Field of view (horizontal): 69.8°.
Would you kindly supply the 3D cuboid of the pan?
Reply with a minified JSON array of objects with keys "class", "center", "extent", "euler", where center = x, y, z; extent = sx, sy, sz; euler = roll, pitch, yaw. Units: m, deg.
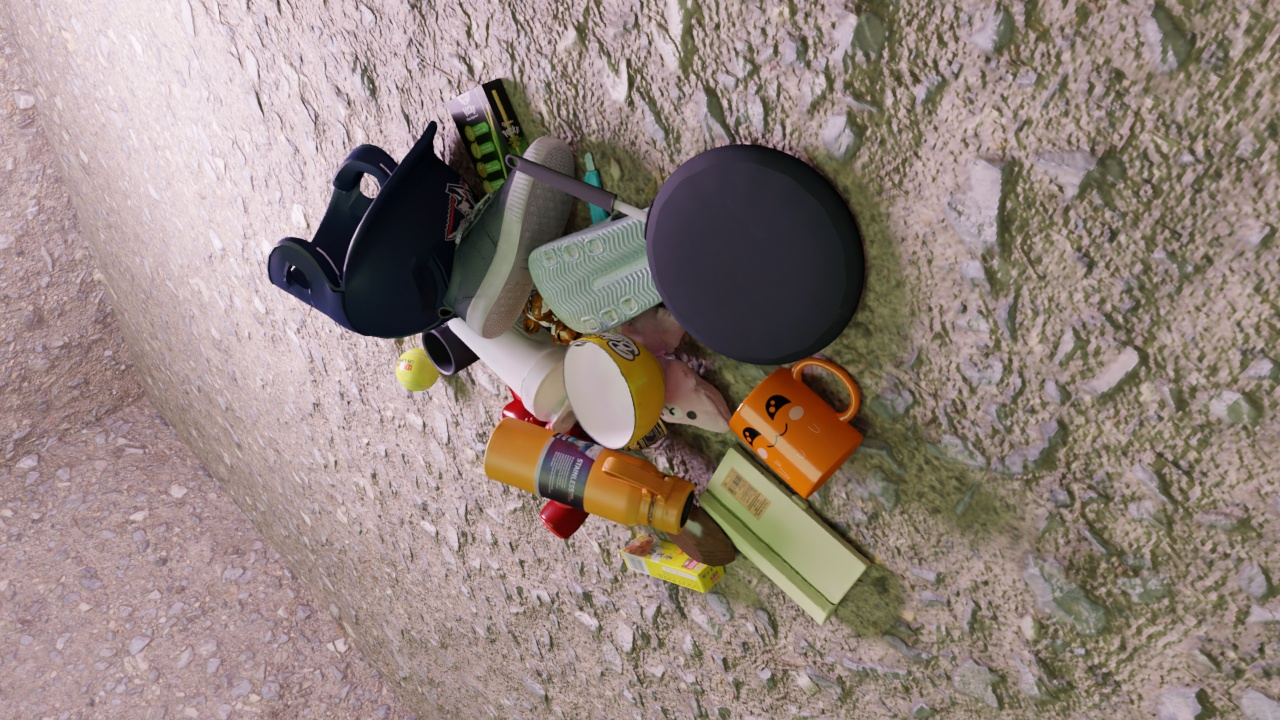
[{"class":"pan","center":[0.024,-0.117,0.809],"extent":[0.357,0.021,0.199],"euler":[26,127,19]}]

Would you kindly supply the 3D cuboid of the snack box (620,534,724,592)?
[{"class":"snack box","center":[0.038,0.254,1.156],"extent":[0.148,0.040,0.029],"euler":[3,121,50]}]

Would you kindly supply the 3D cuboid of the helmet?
[{"class":"helmet","center":[-0.277,-0.147,1.058],"extent":[0.223,0.231,0.273],"euler":[23,133,-8]}]

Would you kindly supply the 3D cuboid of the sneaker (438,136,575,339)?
[{"class":"sneaker","center":[-0.146,-0.134,0.965],"extent":[0.087,0.089,0.236],"euler":[35,111,21]}]

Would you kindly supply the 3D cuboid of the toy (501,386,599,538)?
[{"class":"toy","center":[-0.126,0.116,1.184],"extent":[0.197,0.120,0.159],"euler":[47,153,26]}]

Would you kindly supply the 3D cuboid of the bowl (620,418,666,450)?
[{"class":"bowl","center":[-0.031,0.060,1.023],"extent":[0.112,0.061,0.112],"euler":[48,171,9]}]

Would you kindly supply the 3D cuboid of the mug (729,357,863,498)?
[{"class":"mug","center":[0.152,0.053,0.835],"extent":[0.096,0.077,0.113],"euler":[44,113,18]}]

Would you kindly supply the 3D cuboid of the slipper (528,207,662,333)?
[{"class":"slipper","center":[-0.007,-0.098,0.899],"extent":[0.246,0.074,0.104],"euler":[-17,105,38]}]

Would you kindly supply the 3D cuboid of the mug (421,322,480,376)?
[{"class":"mug","center":[-0.249,-0.022,1.244],"extent":[0.071,0.077,0.105],"euler":[56,146,1]}]

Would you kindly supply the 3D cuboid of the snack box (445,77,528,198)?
[{"class":"snack box","center":[-0.155,-0.226,1.009],"extent":[0.080,0.025,0.147],"euler":[-2,116,51]}]

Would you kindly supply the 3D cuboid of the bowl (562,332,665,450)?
[{"class":"bowl","center":[-0.018,0.024,0.923],"extent":[0.117,0.067,0.117],"euler":[30,131,42]}]

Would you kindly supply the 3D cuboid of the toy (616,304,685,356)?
[{"class":"toy","center":[-0.002,-0.032,0.965],"extent":[0.110,0.047,0.063],"euler":[5,112,53]}]

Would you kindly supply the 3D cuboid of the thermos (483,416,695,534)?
[{"class":"thermos","center":[-0.059,0.130,1.019],"extent":[0.233,0.091,0.076],"euler":[16,91,17]}]

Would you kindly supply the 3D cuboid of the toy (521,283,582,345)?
[{"class":"toy","center":[-0.102,-0.063,1.047],"extent":[0.113,0.067,0.087],"euler":[11,102,31]}]

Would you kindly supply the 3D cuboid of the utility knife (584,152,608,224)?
[{"class":"utility knife","center":[-0.042,-0.153,0.943],"extent":[0.022,0.015,0.124],"euler":[9,123,31]}]

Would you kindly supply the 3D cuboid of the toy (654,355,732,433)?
[{"class":"toy","center":[0.044,0.034,0.953],"extent":[0.099,0.052,0.096],"euler":[10,140,43]}]

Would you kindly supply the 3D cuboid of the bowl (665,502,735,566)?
[{"class":"bowl","center":[0.058,0.201,1.068],"extent":[0.118,0.030,0.118],"euler":[41,160,18]}]

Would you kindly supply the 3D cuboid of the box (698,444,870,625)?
[{"class":"box","center":[0.143,0.192,0.979],"extent":[0.188,0.047,0.141],"euler":[42,141,20]}]

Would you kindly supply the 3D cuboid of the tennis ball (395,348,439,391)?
[{"class":"tennis ball","center":[-0.338,0.015,1.394],"extent":[0.065,0.065,0.065],"euler":[31,139,32]}]

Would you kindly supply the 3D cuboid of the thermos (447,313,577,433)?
[{"class":"thermos","center":[-0.144,-0.012,1.119],"extent":[0.220,0.099,0.099],"euler":[38,142,31]}]
